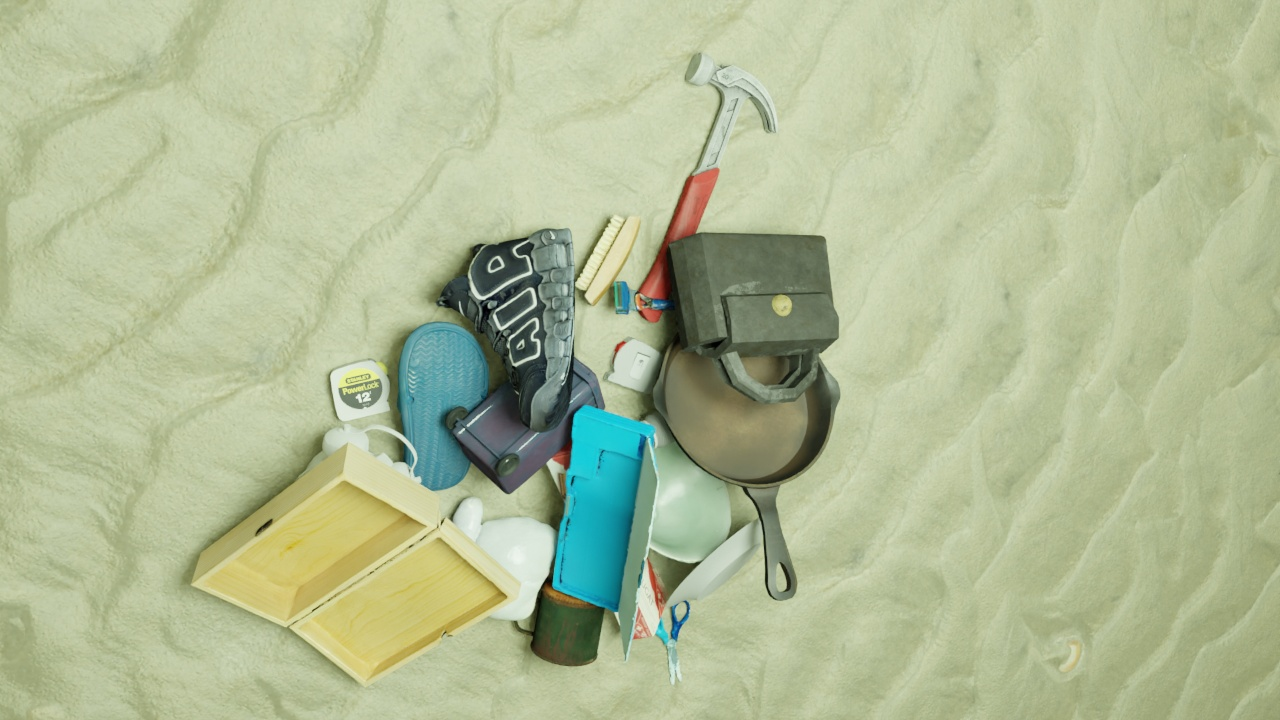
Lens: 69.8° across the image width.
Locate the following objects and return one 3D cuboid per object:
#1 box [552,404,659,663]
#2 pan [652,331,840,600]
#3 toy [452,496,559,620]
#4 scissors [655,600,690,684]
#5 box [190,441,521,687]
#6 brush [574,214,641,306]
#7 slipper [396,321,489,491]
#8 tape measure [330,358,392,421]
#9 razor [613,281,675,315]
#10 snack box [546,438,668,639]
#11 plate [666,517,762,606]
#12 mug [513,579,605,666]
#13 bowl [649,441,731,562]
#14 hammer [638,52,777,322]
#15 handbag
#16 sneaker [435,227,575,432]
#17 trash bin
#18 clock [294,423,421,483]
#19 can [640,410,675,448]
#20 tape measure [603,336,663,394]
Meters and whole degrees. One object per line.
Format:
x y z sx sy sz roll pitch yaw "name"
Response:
-0.021 0.187 1.024 0.075 0.167 0.244 -11 122 -36 "box"
0.134 0.108 1.104 0.248 0.043 0.355 -2 73 -20 "pan"
-0.203 0.233 1.082 0.209 0.085 0.138 12 96 -15 "toy"
0.047 0.380 1.230 0.073 0.016 0.134 -18 108 -16 "scissors"
-0.305 0.233 0.997 0.248 0.076 0.257 -33 114 22 "box"
-0.038 -0.121 1.079 0.039 0.049 0.117 31 92 1 "brush"
-0.228 0.052 1.049 0.103 0.059 0.214 -6 117 -25 "slipper"
-0.315 0.033 1.037 0.064 0.017 0.065 -14 105 -15 "tape measure"
0.035 -0.066 1.098 0.140 0.018 0.043 5 68 -19 "razor"
-0.037 0.214 1.132 0.044 0.076 0.273 -15 109 22 "snack box"
0.105 0.259 1.153 0.172 0.173 0.019 -40 69 -7 "plate"
-0.101 0.319 1.138 0.111 0.085 0.081 11 97 8 "mug"
0.025 0.179 1.146 0.174 0.068 0.174 18 53 -26 "bowl"
0.067 -0.195 1.106 0.126 0.036 0.316 19 96 -23 "hammer"
0.140 -0.047 1.067 0.197 0.103 0.199 -4 79 -29 "handbag"
-0.146 -0.041 0.988 0.151 0.252 0.097 1 146 -4 "sneaker"
-0.123 0.062 1.039 0.160 0.094 0.092 -43 153 -19 "trash bin"
-0.315 0.136 1.013 0.159 0.061 0.120 -42 110 18 "clock"
0.052 0.072 1.140 0.106 0.044 0.044 -24 108 -24 "can"
-0.007 0.006 1.129 0.060 0.020 0.062 20 95 -21 "tape measure"
